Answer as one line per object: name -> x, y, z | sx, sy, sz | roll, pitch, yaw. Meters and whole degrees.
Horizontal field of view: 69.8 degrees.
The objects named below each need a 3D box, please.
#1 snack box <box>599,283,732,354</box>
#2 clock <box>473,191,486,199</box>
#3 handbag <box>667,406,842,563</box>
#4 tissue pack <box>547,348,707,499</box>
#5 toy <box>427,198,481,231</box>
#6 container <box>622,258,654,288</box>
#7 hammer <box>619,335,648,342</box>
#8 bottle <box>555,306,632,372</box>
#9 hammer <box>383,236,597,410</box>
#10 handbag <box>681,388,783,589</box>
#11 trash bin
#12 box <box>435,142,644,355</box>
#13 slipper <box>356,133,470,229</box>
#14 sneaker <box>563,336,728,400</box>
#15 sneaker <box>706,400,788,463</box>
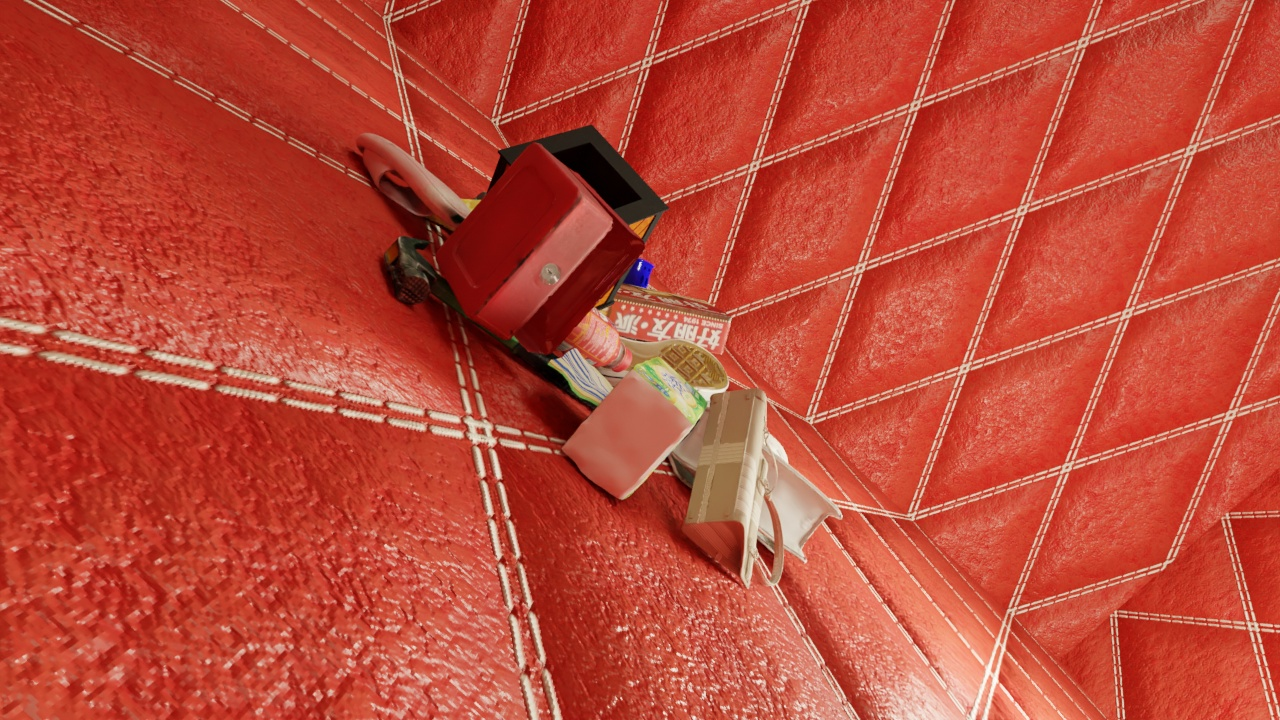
snack box -> -0.001, -0.068, 1.302 | 0.236, 0.060, 0.113 | 10, 13, -20
clock -> -0.212, -0.205, 1.374 | 0.090, 0.053, 0.124 | 47, 9, 28
handbag -> 0.131, 0.151, 1.122 | 0.198, 0.096, 0.142 | 40, -6, -21
tissue pack -> -0.023, 0.040, 0.902 | 0.141, 0.120, 0.197 | 43, 2, 4
toy -> -0.205, -0.180, 1.216 | 0.155, 0.065, 0.170 | 17, 13, -10
container -> -0.039, -0.103, 1.405 | 0.085, 0.113, 0.084 | 15, 2, 16
hammer -> 0.079, 0.051, 1.441 | 0.217, 0.037, 0.300 | 37, 5, -39
bottle -> -0.058, -0.027, 1.009 | 0.137, 0.062, 0.062 | 36, 11, -48
hammer -> -0.133, -0.023, 0.950 | 0.318, 0.032, 0.130 | 38, 10, -37
handbag -> 0.117, 0.162, 0.973 | 0.175, 0.062, 0.198 | -73, 146, -45
trash bin -> -0.091, -0.146, 1.054 | 0.139, 0.172, 0.139 | -28, 71, -40
box -> -0.106, -0.108, 0.861 | 0.137, 0.157, 0.127 | 47, 13, 25
slipper -> -0.273, -0.209, 1.108 | 0.221, 0.055, 0.106 | 39, 2, 38
sneaker -> 0.003, 0.023, 1.151 | 0.240, 0.088, 0.118 | 9, 46, -34
sneaker -> 0.134, 0.140, 1.259 | 0.236, 0.090, 0.104 | 46, 26, -39
